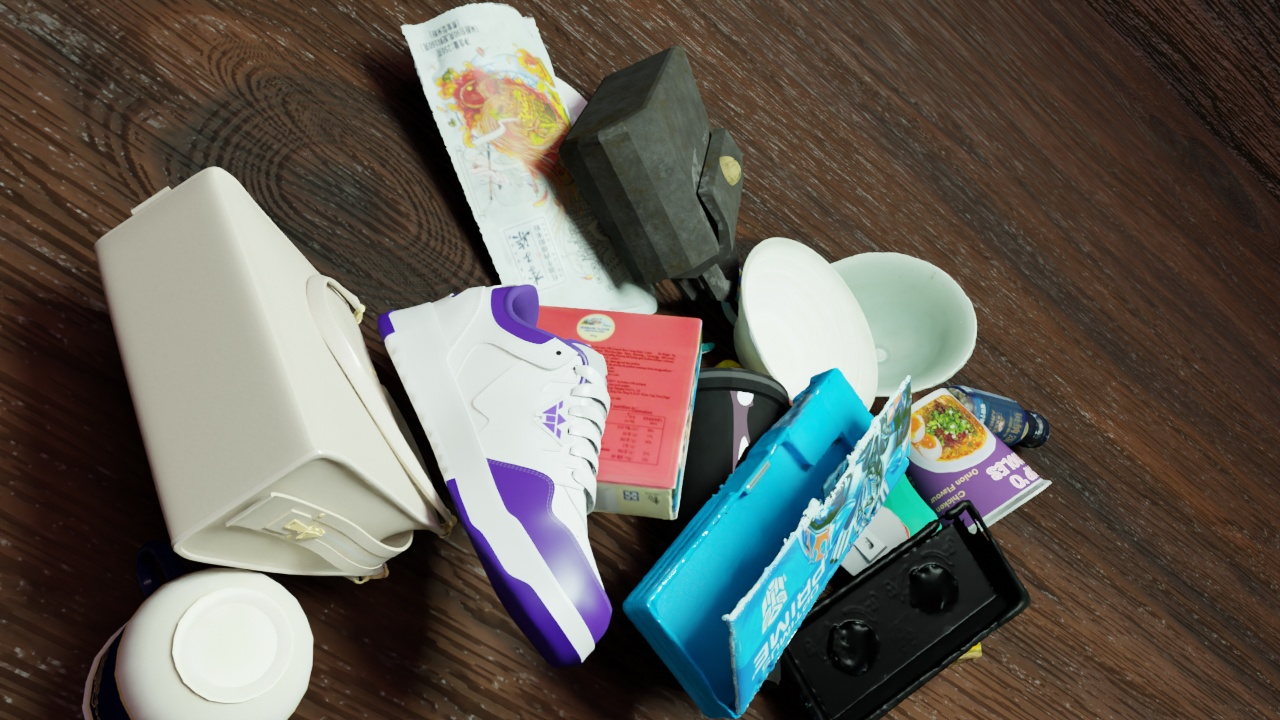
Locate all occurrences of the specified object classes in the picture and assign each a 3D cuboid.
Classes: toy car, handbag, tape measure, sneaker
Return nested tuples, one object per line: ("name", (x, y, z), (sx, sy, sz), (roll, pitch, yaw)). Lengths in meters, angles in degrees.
("toy car", (0.181, 0.189, 0.682), (0.191, 0.071, 0.094), (-31, 89, -15))
("handbag", (0.037, -0.138, 0.765), (0.199, 0.102, 0.196), (61, 23, -27))
("tape measure", (0.183, 0.145, 0.743), (0.062, 0.060, 0.020), (46, 0, 31))
("sneaker", (-0.056, 0.047, 0.514), (0.111, 0.092, 0.244), (-24, 56, -13))
("handbag", (-0.170, 0.026, 0.488), (0.194, 0.101, 0.198), (59, 3, 28))

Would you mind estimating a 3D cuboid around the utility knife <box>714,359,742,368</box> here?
("utility knife", (0.076, 0.081, 0.740), (0.028, 0.020, 0.187), (20, 52, -28))

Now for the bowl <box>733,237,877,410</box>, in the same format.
("bowl", (0.133, -0.017, 0.814), (0.176, 0.058, 0.176), (21, 56, -35))

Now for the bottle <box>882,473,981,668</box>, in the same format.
("bottle", (0.222, 0.152, 0.777), (0.068, 0.068, 0.209), (10, 56, -35))

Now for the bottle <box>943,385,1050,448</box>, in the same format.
("bottle", (0.374, 0.064, 0.974), (0.160, 0.056, 0.056), (13, 55, -35))

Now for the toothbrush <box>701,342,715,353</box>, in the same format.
("toothbrush", (-0.004, 0.004, 0.722), (0.187, 0.019, 0.018), (-14, 78, -45))

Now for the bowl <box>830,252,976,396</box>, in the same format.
("bowl", (0.234, -0.021, 0.901), (0.174, 0.068, 0.174), (-5, 56, 7))

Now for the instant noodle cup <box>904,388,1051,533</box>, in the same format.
("instant noodle cup", (0.285, 0.094, 0.836), (0.121, 0.137, 0.122), (-27, 70, -20))

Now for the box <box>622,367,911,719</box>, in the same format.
("box", (0.104, 0.099, 0.569), (0.092, 0.086, 0.242), (53, 51, -8))

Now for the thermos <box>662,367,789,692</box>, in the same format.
("thermos", (0.057, 0.115, 0.646), (0.105, 0.106, 0.218), (20, 56, -30))

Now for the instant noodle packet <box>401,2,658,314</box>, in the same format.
("instant noodle packet", (-0.079, -0.145, 0.723), (0.146, 0.057, 0.269), (-25, 92, -42))

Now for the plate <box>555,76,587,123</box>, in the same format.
("plate", (-0.083, -0.201, 0.799), (0.157, 0.014, 0.156), (21, 51, -28))

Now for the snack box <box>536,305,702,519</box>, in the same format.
("snack box", (-0.037, 0.028, 0.607), (0.143, 0.040, 0.144), (5, 49, 9))

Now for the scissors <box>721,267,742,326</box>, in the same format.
("scissors", (0.092, -0.082, 0.869), (0.070, 0.022, 0.130), (-2, 61, -39))

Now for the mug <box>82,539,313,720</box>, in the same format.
("mug", (-0.202, 0.128, 0.419), (0.085, 0.090, 0.112), (-17, 74, -45))
